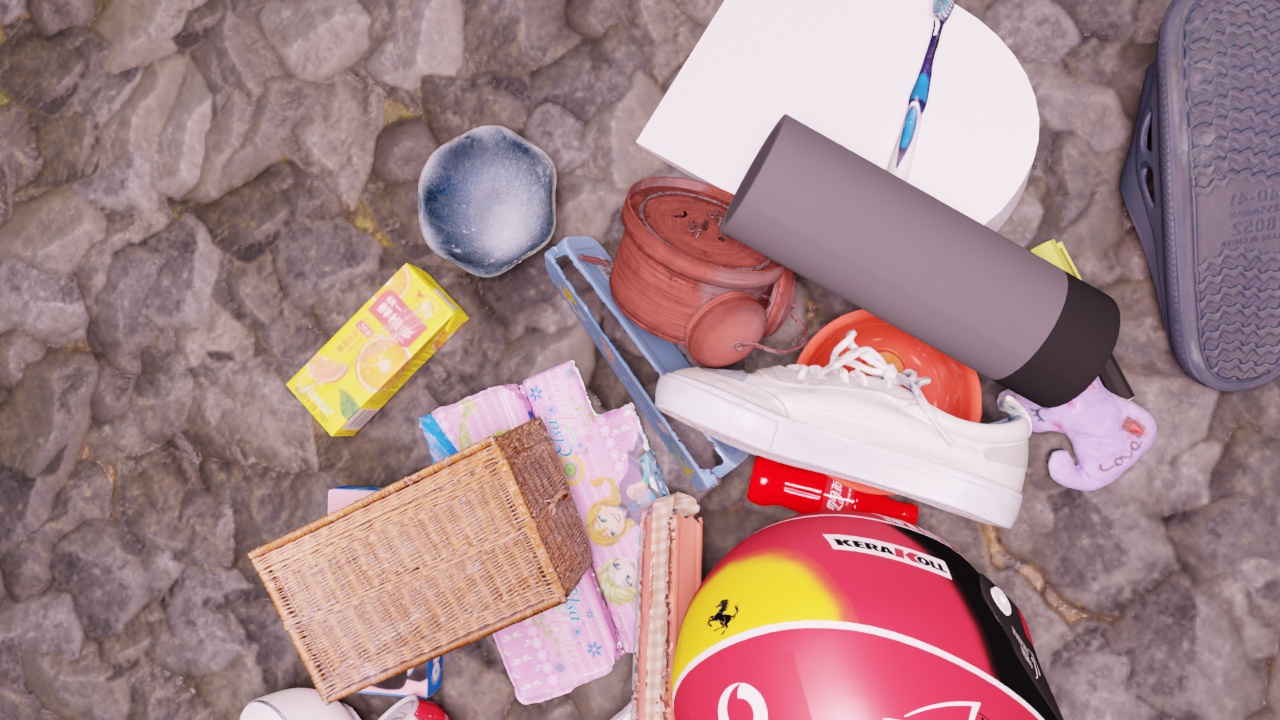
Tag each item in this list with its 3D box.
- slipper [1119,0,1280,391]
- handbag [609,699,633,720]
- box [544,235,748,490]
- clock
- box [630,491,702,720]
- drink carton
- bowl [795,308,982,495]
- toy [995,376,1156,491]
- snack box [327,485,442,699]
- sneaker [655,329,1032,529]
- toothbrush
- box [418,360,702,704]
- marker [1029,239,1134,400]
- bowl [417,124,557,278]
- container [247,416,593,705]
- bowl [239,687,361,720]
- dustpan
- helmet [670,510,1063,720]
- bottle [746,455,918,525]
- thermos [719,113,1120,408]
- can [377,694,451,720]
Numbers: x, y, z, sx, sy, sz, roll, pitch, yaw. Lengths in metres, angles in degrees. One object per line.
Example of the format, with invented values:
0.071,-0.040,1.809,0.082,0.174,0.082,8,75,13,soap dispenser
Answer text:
0.387,-0.115,0.618,0.110,0.083,0.268,-10,104,-1,slipper
0.050,0.317,0.643,0.138,0.072,0.195,-39,82,-4,handbag
-0.007,0.006,0.670,0.059,0.068,0.210,-39,83,20,box
0.047,-0.058,0.632,0.158,0.120,0.072,35,127,17,clock
0.018,0.185,0.630,0.064,0.056,0.187,-26,49,43,box
-0.202,-0.008,0.707,0.134,0.043,0.058,-44,81,4,drink carton
0.170,0.029,0.651,0.130,0.045,0.130,0,87,8,bowl
0.299,0.042,0.636,0.099,0.036,0.080,38,110,7,toy
-0.195,0.174,0.702,0.088,0.033,0.154,2,88,8,snack box
0.132,0.031,0.593,0.242,0.089,0.090,16,85,2,sneaker
0.187,-0.175,0.627,0.016,0.017,0.189,14,87,28,toothbrush
-0.055,0.121,0.685,0.159,0.035,0.230,-22,85,7,box
0.313,-0.028,0.647,0.021,0.017,0.124,-27,85,6,marker
-0.108,-0.116,0.692,0.110,0.055,0.110,0,87,9,bowl
-0.139,0.131,0.621,0.199,0.113,0.112,-25,89,8,container
-0.241,0.294,0.677,0.114,0.063,0.113,9,104,39,bowl
0.157,-0.177,0.677,0.258,0.053,0.191,33,92,20,dustpan
0.144,0.210,0.561,0.271,0.224,0.198,39,124,-21,helmet
0.138,0.098,0.657,0.119,0.036,0.036,13,89,8,bottle
0.176,-0.061,0.584,0.240,0.082,0.082,28,91,-4,thermos
-0.148,0.299,0.663,0.064,0.064,0.105,-37,99,5,can
